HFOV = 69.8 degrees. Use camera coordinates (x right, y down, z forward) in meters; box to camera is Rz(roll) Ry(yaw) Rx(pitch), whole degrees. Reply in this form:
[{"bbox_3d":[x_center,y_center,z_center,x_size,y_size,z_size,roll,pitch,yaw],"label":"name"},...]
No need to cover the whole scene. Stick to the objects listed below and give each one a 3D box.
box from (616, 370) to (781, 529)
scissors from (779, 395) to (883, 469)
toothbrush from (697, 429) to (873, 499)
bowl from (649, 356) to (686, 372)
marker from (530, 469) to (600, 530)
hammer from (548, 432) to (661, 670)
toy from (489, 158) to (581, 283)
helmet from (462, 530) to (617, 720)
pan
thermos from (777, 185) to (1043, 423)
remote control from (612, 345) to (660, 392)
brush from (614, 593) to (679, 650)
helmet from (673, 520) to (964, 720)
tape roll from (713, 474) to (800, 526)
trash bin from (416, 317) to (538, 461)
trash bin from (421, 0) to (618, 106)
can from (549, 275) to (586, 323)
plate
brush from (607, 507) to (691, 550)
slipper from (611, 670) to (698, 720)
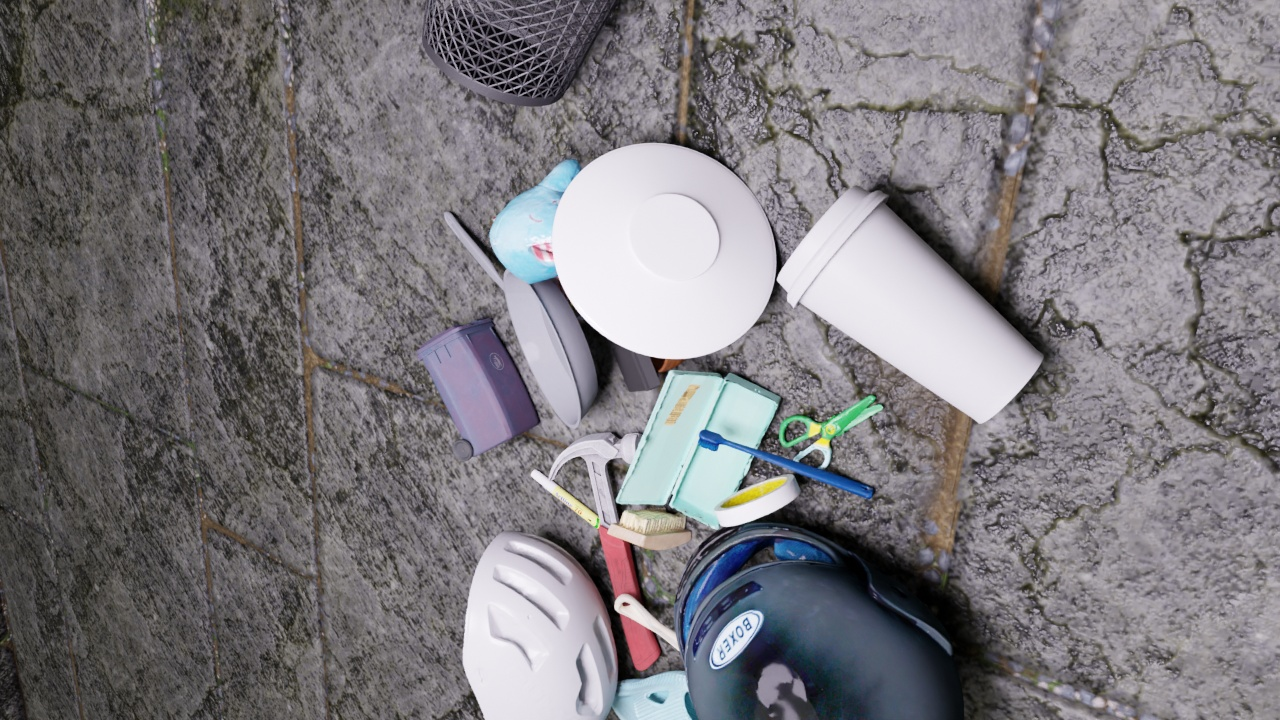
[{"bbox_3d":[0.061,0.097,1.021,0.138,0.057,0.187,19,118,-7],"label":"box"},{"bbox_3d":[0.203,0.077,0.958,0.131,0.014,0.071,-29,87,38],"label":"scissors"},{"bbox_3d":[0.151,0.111,0.966,0.190,0.016,0.017,18,128,8],"label":"toothbrush"},{"bbox_3d":[0.039,-0.064,0.982,0.147,0.068,0.147,171,91,-76],"label":"bowl"},{"bbox_3d":[-0.091,0.183,1.194,0.132,0.014,0.014,34,121,22],"label":"marker"},{"bbox_3d":[-0.029,0.244,1.149,0.126,0.036,0.316,-7,104,22],"label":"hammer"},{"bbox_3d":[-0.073,-0.153,0.972,0.183,0.180,0.115,37,145,57],"label":"toy"},{"bbox_3d":[-0.132,0.349,1.150,0.184,0.224,0.282,-19,97,14],"label":"helmet"},{"bbox_3d":[-0.147,-0.072,1.110,0.356,0.050,0.201,56,160,30],"label":"pan"},{"bbox_3d":[0.245,-0.046,0.830,0.222,0.131,0.132,41,123,9],"label":"thermos"},{"bbox_3d":[-0.006,0.006,1.028,0.133,0.013,0.058,170,78,-79],"label":"remote control"},{"bbox_3d":[0.081,0.355,1.082,0.272,0.077,0.062,27,105,22],"label":"brush"},{"bbox_3d":[0.158,0.298,0.892,0.316,0.235,0.249,44,101,16],"label":"helmet"},{"bbox_3d":[0.125,0.150,0.984,0.094,0.093,0.019,-24,90,37],"label":"tape roll"},{"bbox_3d":[-0.211,0.033,1.184,0.092,0.093,0.161,-27,90,28],"label":"trash bin"},{"bbox_3d":[-0.107,-0.404,0.914,0.217,0.216,0.244,44,131,16],"label":"trash bin"},{"bbox_3d":[-0.070,-0.098,1.068,0.059,0.053,0.100,-32,85,38],"label":"can"},{"bbox_3d":[0.030,-0.116,0.898,0.229,0.229,0.030,58,161,6],"label":"plate"},{"bbox_3d":[0.014,0.195,1.069,0.049,0.117,0.039,15,94,32],"label":"brush"},{"bbox_3d":[0.030,0.437,1.110,0.116,0.069,0.277,57,145,-2],"label":"slipper"}]
